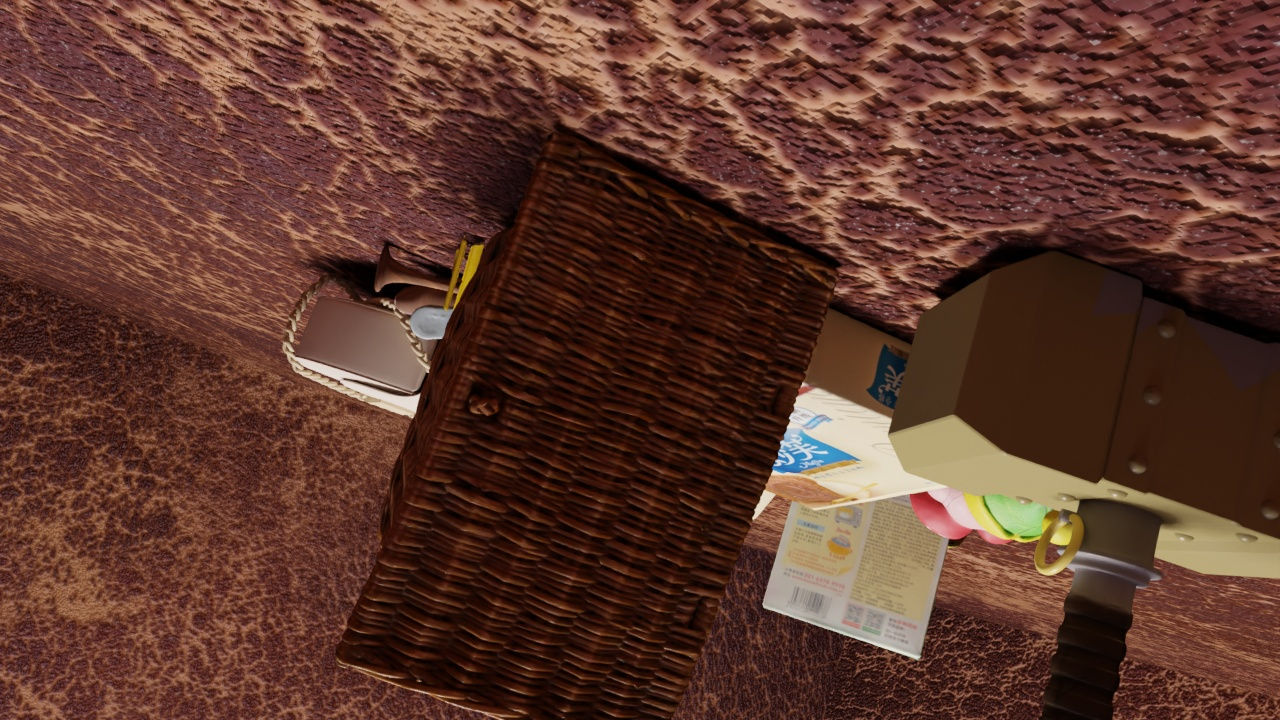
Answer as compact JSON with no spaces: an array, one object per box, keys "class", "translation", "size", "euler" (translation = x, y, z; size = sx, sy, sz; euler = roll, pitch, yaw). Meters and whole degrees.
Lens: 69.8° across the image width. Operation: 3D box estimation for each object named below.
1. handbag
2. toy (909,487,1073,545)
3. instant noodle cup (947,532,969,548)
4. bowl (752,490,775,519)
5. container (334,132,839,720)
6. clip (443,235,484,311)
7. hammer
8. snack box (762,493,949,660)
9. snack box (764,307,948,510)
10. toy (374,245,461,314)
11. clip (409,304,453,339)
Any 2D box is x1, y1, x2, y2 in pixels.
[{"class":"handbag","translation":[-0.202,0.002,0.856],"size":[0.209,0.103,0.210],"euler":[12,169,37]},{"class":"toy","translation":[0.273,0.102,0.650],"size":[0.124,0.096,0.132],"euler":[14,150,-8]},{"class":"instant noodle cup","translation":[0.251,0.143,0.872],"size":[0.102,0.102,0.108],"euler":[24,159,-26]},{"class":"bowl","translation":[0.085,0.064,0.761],"size":[0.118,0.117,0.074],"euler":[27,124,-34]},{"class":"container","translation":[-0.043,0.039,0.493],"size":[0.162,0.250,0.183],"euler":[23,176,-20]},{"class":"clip","translation":[-0.113,-0.060,0.623],"size":[0.035,0.053,0.046],"euler":[16,-161,-7]},{"class":"hammer","translation":[0.181,0.142,0.377],"size":[0.190,0.324,0.101],"euler":[19,169,-1]},{"class":"snack box","translation":[0.190,0.148,0.774],"size":[0.132,0.168,0.027],"euler":[14,168,21]},{"class":"snack box","translation":[0.116,0.042,0.606],"size":[0.153,0.055,0.208],"euler":[22,158,-18]},{"class":"toy","translation":[-0.159,-0.050,0.722],"size":[0.101,0.041,0.055],"euler":[14,148,-21]},{"class":"clip","translation":[-0.080,-0.023,0.632],"size":[0.163,0.028,0.107],"euler":[6,-168,24]}]
